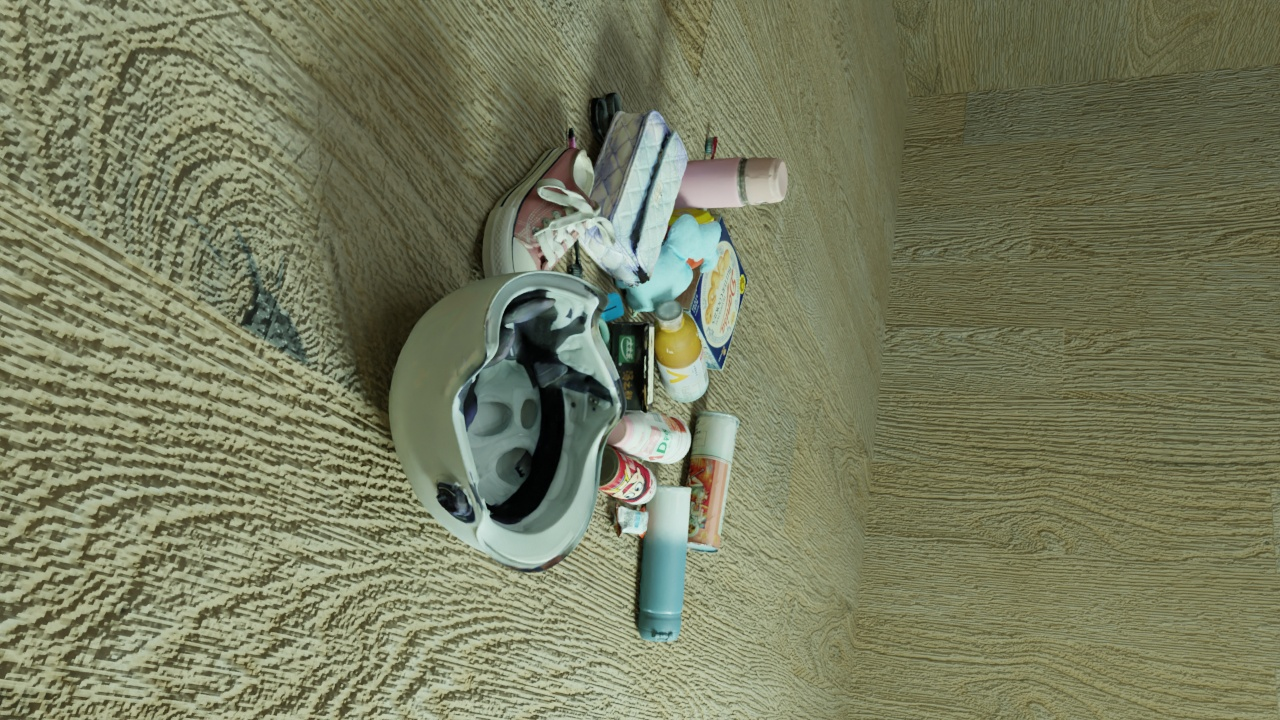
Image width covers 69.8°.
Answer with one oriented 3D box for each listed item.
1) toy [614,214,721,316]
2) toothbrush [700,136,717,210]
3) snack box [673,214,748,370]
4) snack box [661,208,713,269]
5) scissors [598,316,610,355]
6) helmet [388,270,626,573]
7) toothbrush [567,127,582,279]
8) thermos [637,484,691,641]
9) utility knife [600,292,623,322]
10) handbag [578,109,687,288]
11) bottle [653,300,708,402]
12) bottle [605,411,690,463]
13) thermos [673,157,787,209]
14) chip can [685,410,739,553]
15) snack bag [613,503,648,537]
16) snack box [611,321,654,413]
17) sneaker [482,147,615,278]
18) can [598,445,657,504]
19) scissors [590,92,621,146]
[{"bbox_3d":[0.038,-0.124,1.238,0.161,0.050,0.156,6,112,-41],"label":"toy"},{"bbox_3d":[0.103,-0.276,1.482,0.016,0.017,0.187,37,60,-65],"label":"toothbrush"},{"bbox_3d":[0.110,-0.107,1.455,0.182,0.046,0.177,55,47,-53],"label":"snack box"},{"bbox_3d":[0.058,-0.172,1.309,0.091,0.082,0.080,-35,133,-60],"label":"snack box"},{"bbox_3d":[-0.065,-0.017,1.078,0.175,0.019,0.175,-45,141,-59],"label":"scissors"},{"bbox_3d":[-0.131,0.047,0.806,0.228,0.146,0.259,-40,132,-50],"label":"helmet"},{"bbox_3d":[-0.080,-0.176,1.074,0.017,0.014,0.189,-10,100,-53],"label":"toothbrush"},{"bbox_3d":[0.032,0.285,1.297,0.070,0.070,0.220,15,79,-66],"label":"thermos"},{"bbox_3d":[-0.071,-0.048,1.098,0.204,0.018,0.034,-31,120,-61],"label":"utility knife"},{"bbox_3d":[-0.005,-0.205,1.146,0.134,0.076,0.193,47,56,-58],"label":"handbag"},{"bbox_3d":[0.053,-0.013,1.288,0.190,0.068,0.067,73,29,-54],"label":"bottle"},{"bbox_3d":[0.004,0.099,1.212,0.196,0.068,0.068,19,74,-66],"label":"bottle"},{"bbox_3d":[0.100,-0.240,1.249,0.087,0.199,0.067,-6,96,-68],"label":"thermos"},{"bbox_3d":[0.106,0.191,1.446,0.071,0.071,0.214,46,50,-58],"label":"chip can"},{"bbox_3d":[-0.013,0.216,1.232,0.104,0.026,0.048,19,68,-65],"label":"snack bag"},{"bbox_3d":[-0.007,0.007,1.166,0.125,0.053,0.113,-8,99,-81],"label":"snack box"},{"bbox_3d":[-0.087,-0.149,0.964,0.240,0.088,0.118,-66,148,-42],"label":"sneaker"},{"bbox_3d":[-0.025,0.147,1.167,0.132,0.053,0.053,40,56,-61],"label":"can"},{"bbox_3d":[-0.033,-0.257,1.175,0.171,0.014,0.150,57,42,-53],"label":"scissors"}]
